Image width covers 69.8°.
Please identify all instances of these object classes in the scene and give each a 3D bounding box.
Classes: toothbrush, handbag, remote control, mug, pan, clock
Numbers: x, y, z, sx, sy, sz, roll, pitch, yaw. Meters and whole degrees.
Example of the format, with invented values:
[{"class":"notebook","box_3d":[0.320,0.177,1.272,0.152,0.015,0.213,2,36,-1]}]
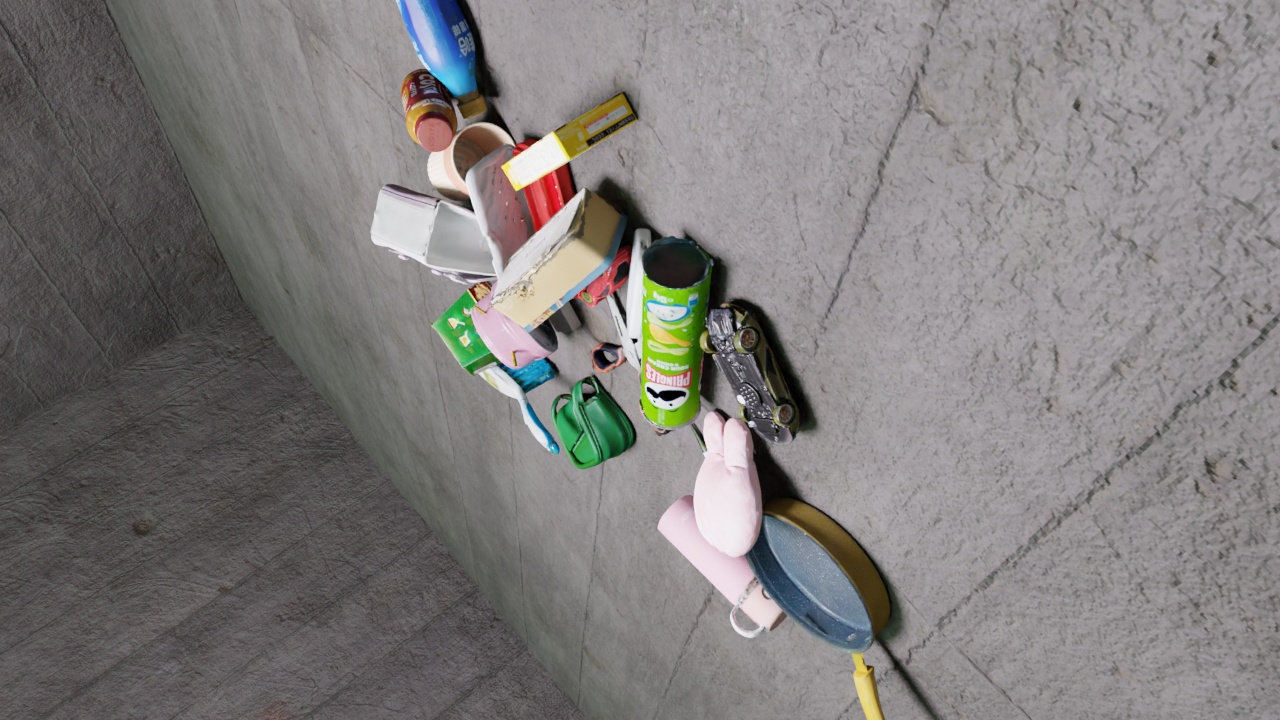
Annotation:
[{"class":"toothbrush","box_3d":[0.086,0.125,1.123,0.186,0.017,0.012,56,175,-4]},{"class":"handbag","box_3d":[-0.246,-0.160,1.182,0.197,0.144,0.098,26,106,53]},{"class":"remote control","box_3d":[-0.001,-0.081,0.989,0.136,0.020,0.055,98,171,-56]},{"class":"handbag","box_3d":[-0.072,0.090,1.311,0.120,0.067,0.132,63,157,3]},{"class":"mug","box_3d":[-0.195,-0.225,1.111,0.114,0.081,0.106,51,160,-22]},{"class":"pan","box_3d":[0.229,0.318,1.043,0.357,0.078,0.198,55,156,0]},{"class":"remote control","box_3d":[-0.126,-0.099,1.213,0.056,0.019,0.135,-2,121,61]},{"class":"clock","box_3d":[-0.162,-0.048,1.205,0.117,0.060,0.158,54,-166,-2]}]

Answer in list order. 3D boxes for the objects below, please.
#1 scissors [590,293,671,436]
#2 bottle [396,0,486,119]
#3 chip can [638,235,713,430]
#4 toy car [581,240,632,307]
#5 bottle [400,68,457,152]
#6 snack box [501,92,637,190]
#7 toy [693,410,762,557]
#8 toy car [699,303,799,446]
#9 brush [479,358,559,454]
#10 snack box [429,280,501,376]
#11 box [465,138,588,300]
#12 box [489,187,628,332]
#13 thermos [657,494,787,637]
[{"class":"scissors","box_3d":[-0.008,0.007,1.142,0.189,0.015,0.223,54,156,1]},{"class":"bottle","box_3d":[-0.223,-0.370,0.994,0.065,0.065,0.219,19,138,52]},{"class":"chip can","box_3d":[0.034,-0.022,0.969,0.072,0.072,0.236,40,151,28]},{"class":"toy car","box_3d":[-0.035,-0.092,1.028,0.031,0.049,0.106,47,152,7]},{"class":"bottle","box_3d":[-0.244,-0.288,1.063,0.174,0.057,0.057,-117,8,-55]},{"class":"snack box","box_3d":[-0.072,-0.212,0.899,0.034,0.086,0.141,59,155,-11]},{"class":"toy","box_3d":[0.099,0.139,1.037,0.121,0.054,0.159,-162,70,-63]},{"class":"toy car","box_3d":[0.112,0.016,0.912,0.070,0.042,0.158,4,124,59]},{"class":"brush","box_3d":[-0.167,0.044,1.349,0.315,0.109,0.060,29,144,47]},{"class":"snack box","box_3d":[-0.229,-0.039,1.330,0.117,0.105,0.118,53,175,9]},{"class":"box","box_3d":[-0.129,-0.146,1.065,0.095,0.101,0.202,33,148,40]},{"class":"box","box_3d":[-0.087,-0.109,0.988,0.061,0.089,0.185,36,139,-23]},{"class":"thermos","box_3d":[0.105,0.269,1.191,0.198,0.087,0.067,43,155,25]}]
